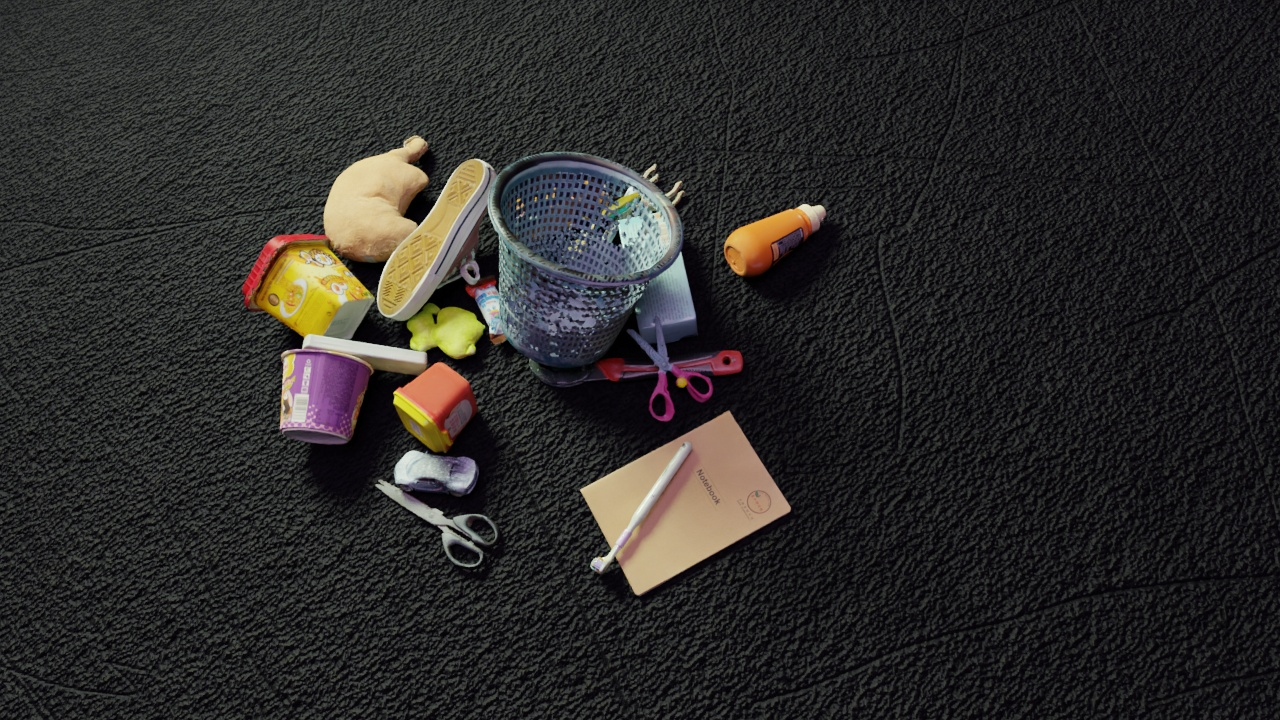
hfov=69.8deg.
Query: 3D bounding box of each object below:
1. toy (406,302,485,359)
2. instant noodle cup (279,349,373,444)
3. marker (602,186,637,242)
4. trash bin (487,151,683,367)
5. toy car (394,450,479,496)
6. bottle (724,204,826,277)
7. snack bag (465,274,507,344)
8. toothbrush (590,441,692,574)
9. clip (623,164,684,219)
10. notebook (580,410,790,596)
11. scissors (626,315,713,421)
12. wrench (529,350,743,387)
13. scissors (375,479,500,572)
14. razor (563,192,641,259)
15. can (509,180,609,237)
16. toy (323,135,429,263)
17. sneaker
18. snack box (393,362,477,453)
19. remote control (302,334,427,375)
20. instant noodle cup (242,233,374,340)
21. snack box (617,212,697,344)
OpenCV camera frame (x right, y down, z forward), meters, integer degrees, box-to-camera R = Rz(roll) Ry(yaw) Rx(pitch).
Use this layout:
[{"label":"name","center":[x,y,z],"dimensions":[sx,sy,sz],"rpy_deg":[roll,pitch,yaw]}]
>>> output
[{"label":"toy","center":[-0.255,-0.040,1.201],"dimensions":[0.100,0.031,0.096],"rpy_deg":[-16,62,-2]},{"label":"instant noodle cup","center":[-0.393,0.049,1.136],"dimensions":[0.111,0.111,0.099],"rpy_deg":[2,74,6]},{"label":"marker","center":[-0.037,-0.182,1.258],"dimensions":[0.017,0.017,0.145],"rpy_deg":[21,68,14]},{"label":"trash bin","center":[-0.082,-0.106,1.107],"dimensions":[0.226,0.196,0.226],"rpy_deg":[9,47,-11]},{"label":"toy car","center":[-0.249,0.136,1.114],"dimensions":[0.105,0.031,0.048],"rpy_deg":[4,53,8]},{"label":"bottle","center":[0.184,-0.166,1.209],"dimensions":[0.149,0.067,0.066],"rpy_deg":[-30,66,-17]},{"label":"snack bag","center":[-0.194,-0.067,1.210],"dimensions":[0.045,0.026,0.105],"rpy_deg":[-19,63,-24]},{"label":"toothbrush","center":[0.005,0.170,1.076],"dimensions":[0.020,0.029,0.189],"rpy_deg":[46,70,-21]},{"label":"clip","center":[0.024,-0.216,1.260],"dimensions":[0.095,0.035,0.102],"rpy_deg":[12,71,12]},{"label":"notebook","center":[0.052,0.166,1.090],"dimensions":[0.207,0.008,0.147],"rpy_deg":[-27,66,-8]},{"label":"scissors","center":[0.024,0.014,1.137],"dimensions":[0.135,0.017,0.108],"rpy_deg":[44,87,-4]},{"label":"wrench","center":[-0.007,0.007,1.166],"dimensions":[0.273,0.016,0.056],"rpy_deg":[0,65,5]},{"label":"scissors","center":[-0.243,0.182,1.108],"dimensions":[0.133,0.014,0.175],"rpy_deg":[-25,62,-6]},{"label":"razor","center":[-0.049,-0.183,1.235],"dimensions":[0.132,0.028,0.043],"rpy_deg":[-45,39,-6]},{"label":"can","center":[-0.116,-0.206,1.253],"dimensions":[0.146,0.058,0.058],"rpy_deg":[-20,65,-5]},{"label":"toy","center":[-0.365,-0.237,1.282],"dimensions":[0.143,0.083,0.225],"rpy_deg":[3,61,2]},{"label":"sneaker","center":[-0.253,-0.148,1.216],"dimensions":[0.118,0.088,0.241],"rpy_deg":[30,86,38]},{"label":"snack box","center":[-0.246,0.057,1.124],"dimensions":[0.082,0.091,0.080],"rpy_deg":[35,65,19]},{"label":"remote control","center":[-0.344,-0.007,1.149],"dimensions":[0.150,0.058,0.021],"rpy_deg":[10,70,-18]},{"label":"instant noodle cup","center":[-0.425,-0.087,1.188],"dimensions":[0.123,0.116,0.116],"rpy_deg":[40,108,8]},{"label":"snack box","center":[0.022,-0.109,1.198],"dimensions":[0.074,0.052,0.174],"rpy_deg":[-12,64,1]}]
